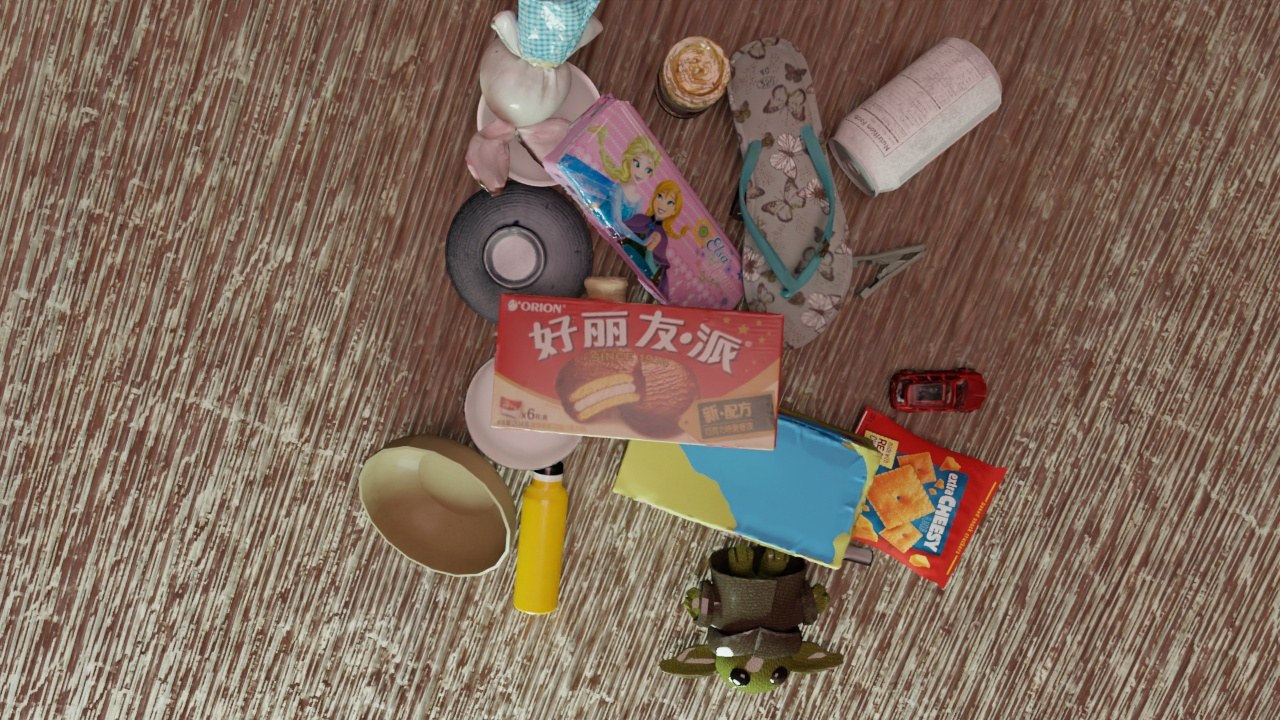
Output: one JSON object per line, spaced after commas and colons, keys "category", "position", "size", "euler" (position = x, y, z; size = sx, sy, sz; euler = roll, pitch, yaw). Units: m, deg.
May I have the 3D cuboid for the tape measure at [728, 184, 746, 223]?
{"category": "tape measure", "position": [0.119, -0.148, 0.832], "size": [0.064, 0.037, 0.066], "euler": [19, 101, -4]}

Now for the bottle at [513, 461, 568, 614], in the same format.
{"category": "bottle", "position": [-0.094, 0.166, 0.876], "size": [0.043, 0.043, 0.144], "euler": [6, 100, -3]}

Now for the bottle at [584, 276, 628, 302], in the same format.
{"category": "bottle", "position": [-0.031, -0.024, 0.846], "size": [0.044, 0.044, 0.109], "euler": [-1, 98, -2]}

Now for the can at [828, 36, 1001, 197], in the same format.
{"category": "can", "position": [0.240, -0.212, 0.804], "size": [0.136, 0.078, 0.078], "euler": [-39, 99, 5]}

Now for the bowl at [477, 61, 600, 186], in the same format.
{"category": "bowl", "position": [-0.087, -0.209, 0.812], "size": [0.110, 0.040, 0.110], "euler": [0, 97, -2]}

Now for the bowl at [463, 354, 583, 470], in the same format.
{"category": "bowl", "position": [-0.103, 0.039, 0.844], "size": [0.113, 0.063, 0.113], "euler": [0, 99, -2]}

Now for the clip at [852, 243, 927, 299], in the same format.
{"category": "clip", "position": [0.231, -0.090, 0.854], "size": [0.076, 0.023, 0.059], "euler": [-23, 101, 4]}

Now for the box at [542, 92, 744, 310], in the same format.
{"category": "box", "position": [0.011, -0.117, 0.787], "size": [0.084, 0.053, 0.230], "euler": [-50, 128, -10]}

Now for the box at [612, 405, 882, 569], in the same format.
{"category": "box", "position": [0.096, 0.096, 0.843], "size": [0.221, 0.080, 0.124], "euler": [17, 98, 0]}

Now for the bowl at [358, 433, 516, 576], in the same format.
{"category": "bowl", "position": [-0.179, 0.126, 0.846], "size": [0.152, 0.050, 0.152], "euler": [10, 125, 15]}

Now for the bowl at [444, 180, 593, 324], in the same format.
{"category": "bowl", "position": [-0.111, -0.093, 0.824], "size": [0.137, 0.057, 0.137], "euler": [0, 100, -2]}

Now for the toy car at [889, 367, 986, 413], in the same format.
{"category": "toy car", "position": [0.283, 0.029, 0.871], "size": [0.091, 0.036, 0.042], "euler": [-1, 99, -7]}

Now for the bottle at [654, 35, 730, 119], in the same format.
{"category": "bottle", "position": [0.043, -0.238, 0.779], "size": [0.056, 0.105, 0.056], "euler": [0, 100, -2]}

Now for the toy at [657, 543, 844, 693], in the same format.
{"category": "toy", "position": [0.110, 0.245, 0.878], "size": [0.179, 0.078, 0.153], "euler": [-1, 102, -4]}

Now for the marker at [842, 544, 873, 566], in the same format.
{"category": "marker", "position": [0.159, 0.177, 0.900], "size": [0.140, 0.016, 0.016], "euler": [15, 99, -4]}

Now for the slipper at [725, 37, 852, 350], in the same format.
{"category": "slipper", "position": [0.131, -0.140, 0.787], "size": [0.098, 0.054, 0.269], "euler": [-8, 100, -1]}

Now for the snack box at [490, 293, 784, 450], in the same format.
{"category": "snack box", "position": [-0.002, 0.009, 0.770], "size": [0.236, 0.060, 0.113], "euler": [5, 87, 2]}

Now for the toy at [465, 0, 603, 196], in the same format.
{"category": "toy", "position": [-0.091, -0.244, 0.727], "size": [0.130, 0.105, 0.206], "euler": [-18, 135, -34]}

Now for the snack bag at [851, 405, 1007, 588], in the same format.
{"category": "snack bag", "position": [0.255, 0.131, 0.882], "size": [0.144, 0.039, 0.131], "euler": [25, 99, 3]}
